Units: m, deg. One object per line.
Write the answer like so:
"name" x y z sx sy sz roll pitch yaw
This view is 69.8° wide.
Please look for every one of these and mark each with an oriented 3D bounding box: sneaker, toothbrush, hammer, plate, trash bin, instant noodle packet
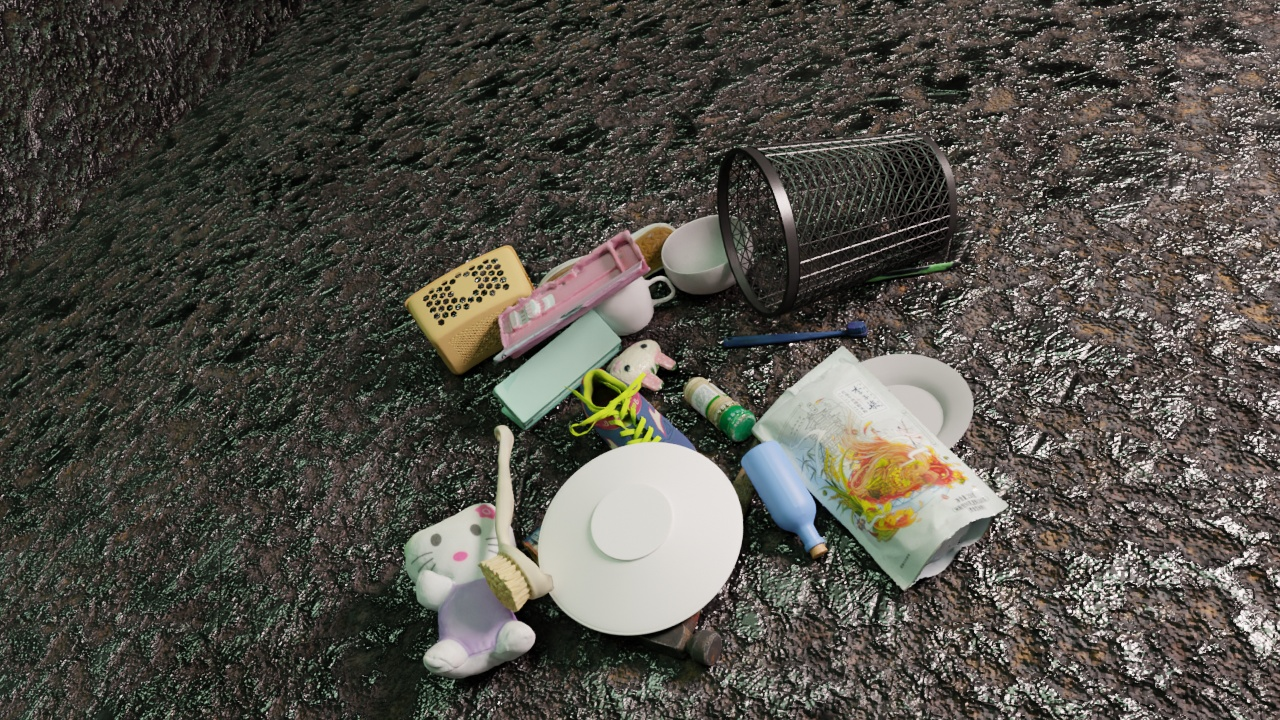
"sneaker" -0.049 -0.137 1.402 0.235 0.087 0.079 -27 13 -4
"toothbrush" 0.200 -0.034 1.199 0.190 0.017 0.016 -5 44 22
"sneaker" -0.009 0.092 1.114 0.116 0.091 0.242 -33 42 -13
"hammer" 0.091 0.176 1.022 0.120 0.033 0.329 7 49 33
"plate" 0.291 0.061 1.052 0.173 0.019 0.172 -14 42 13
"trash bin" 0.253 -0.189 1.180 0.243 0.217 0.216 -15 39 -12
"toothbrush" 0.329 -0.114 1.223 0.188 0.014 0.017 -9 35 18
"instant noodle packet" 0.243 0.105 0.977 0.147 0.057 0.269 -40 49 0
"plate" -0.006 0.179 0.987 0.230 0.030 0.228 -9 51 12

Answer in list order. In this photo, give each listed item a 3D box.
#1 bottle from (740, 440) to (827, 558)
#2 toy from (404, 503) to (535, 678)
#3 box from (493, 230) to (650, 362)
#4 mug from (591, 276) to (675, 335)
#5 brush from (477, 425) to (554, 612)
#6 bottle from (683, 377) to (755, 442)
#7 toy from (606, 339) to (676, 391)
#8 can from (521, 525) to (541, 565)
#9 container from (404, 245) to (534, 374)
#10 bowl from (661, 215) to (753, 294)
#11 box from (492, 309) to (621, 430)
"bottle" 0.159 0.152 0.984 0.048 0.048 0.131 -28 64 -3
"toy" -0.189 0.257 1.034 0.137 0.086 0.209 -15 42 -10
"box" -0.094 -0.077 1.254 0.233 0.055 0.179 -32 23 9
"mug" -0.012 -0.092 1.321 0.124 0.076 0.090 -17 41 9
"brush" -0.151 0.168 1.042 0.077 0.062 0.271 1 37 -15
"bottle" 0.095 0.058 1.135 0.042 0.043 0.110 -36 41 -13
"toy" -0.007 0.007 1.240 0.112 0.050 0.087 21 57 33
"can" -0.084 0.222 1.043 0.059 0.054 0.100 -40 42 -15
"container" -0.256 -0.092 1.405 0.183 0.129 0.167 -29 50 -5
"bowl" 0.101 -0.145 1.330 0.132 0.064 0.131 -14 42 13
"box" -0.115 0.020 1.295 0.188 0.079 0.077 -42 84 -19
